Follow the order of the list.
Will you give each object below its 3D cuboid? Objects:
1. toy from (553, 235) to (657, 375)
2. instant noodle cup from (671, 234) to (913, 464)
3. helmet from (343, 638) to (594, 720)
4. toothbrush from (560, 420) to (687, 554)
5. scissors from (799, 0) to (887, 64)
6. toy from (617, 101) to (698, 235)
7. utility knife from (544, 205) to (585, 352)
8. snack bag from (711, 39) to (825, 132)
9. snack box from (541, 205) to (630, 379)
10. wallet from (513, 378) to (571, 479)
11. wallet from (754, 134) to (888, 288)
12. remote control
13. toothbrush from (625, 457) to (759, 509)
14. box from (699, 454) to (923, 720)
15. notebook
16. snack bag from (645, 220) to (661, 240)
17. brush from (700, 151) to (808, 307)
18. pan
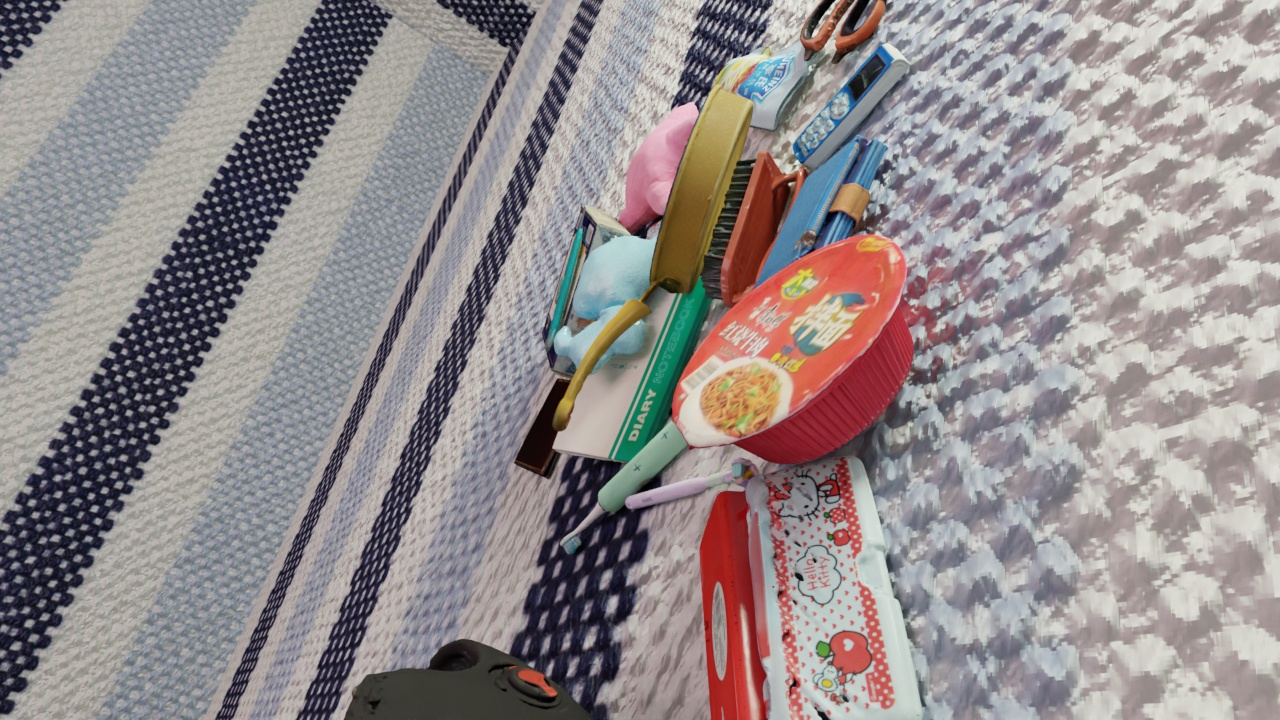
[{"bbox_3d":[-0.029,-0.069,0.973,0.161,0.050,0.156,-29,57,12],"label":"toy"},{"bbox_3d":[0.113,0.003,0.629,0.194,0.066,0.193,-37,21,17],"label":"instant noodle cup"},{"bbox_3d":[-0.102,0.309,0.563,0.234,0.230,0.274,-62,13,17],"label":"helmet"},{"bbox_3d":[-0.013,0.115,0.858,0.225,0.026,0.027,-47,70,31],"label":"toothbrush"},{"bbox_3d":[0.244,-0.383,0.890,0.208,0.015,0.191,-20,54,40],"label":"scissors"},{"bbox_3d":[0.035,-0.240,1.095,0.195,0.074,0.178,-17,51,67],"label":"toy"},{"bbox_3d":[-0.087,-0.096,1.071,0.029,0.013,0.179,178,107,-75],"label":"utility knife"},{"bbox_3d":[0.134,-0.308,1.026,0.110,0.039,0.191,-50,23,-1],"label":"snack bag"},{"bbox_3d":[-0.071,-0.089,1.124,0.178,0.045,0.183,-119,46,-71],"label":"snack box"},{"bbox_3d":[-0.107,0.079,1.113,0.096,0.020,0.122,6,68,61],"label":"wallet"},{"bbox_3d":[0.146,-0.114,0.755,0.132,0.040,0.107,-63,12,-20],"label":"wallet"},{"bbox_3d":[0.188,-0.228,0.829,0.125,0.024,0.049,-48,26,27],"label":"remote control"},{"bbox_3d":[0.036,0.109,0.771,0.021,0.029,0.190,-27,0,-34],"label":"toothbrush"},{"bbox_3d":[0.085,0.154,0.557,0.155,0.073,0.200,-44,28,31],"label":"box"},{"bbox_3d":[-0.006,0.006,0.947,0.151,0.012,0.208,2,65,50],"label":"notebook"},{"bbox_3d":[0.017,-0.127,1.076,0.048,0.026,0.104,-37,33,56],"label":"snack bag"},{"bbox_3d":[0.106,-0.114,0.835,0.069,0.063,0.145,8,69,35],"label":"brush"},{"bbox_3d":[0.014,-0.091,0.861,0.198,0.078,0.357,78,-149,-79],"label":"pan"}]
